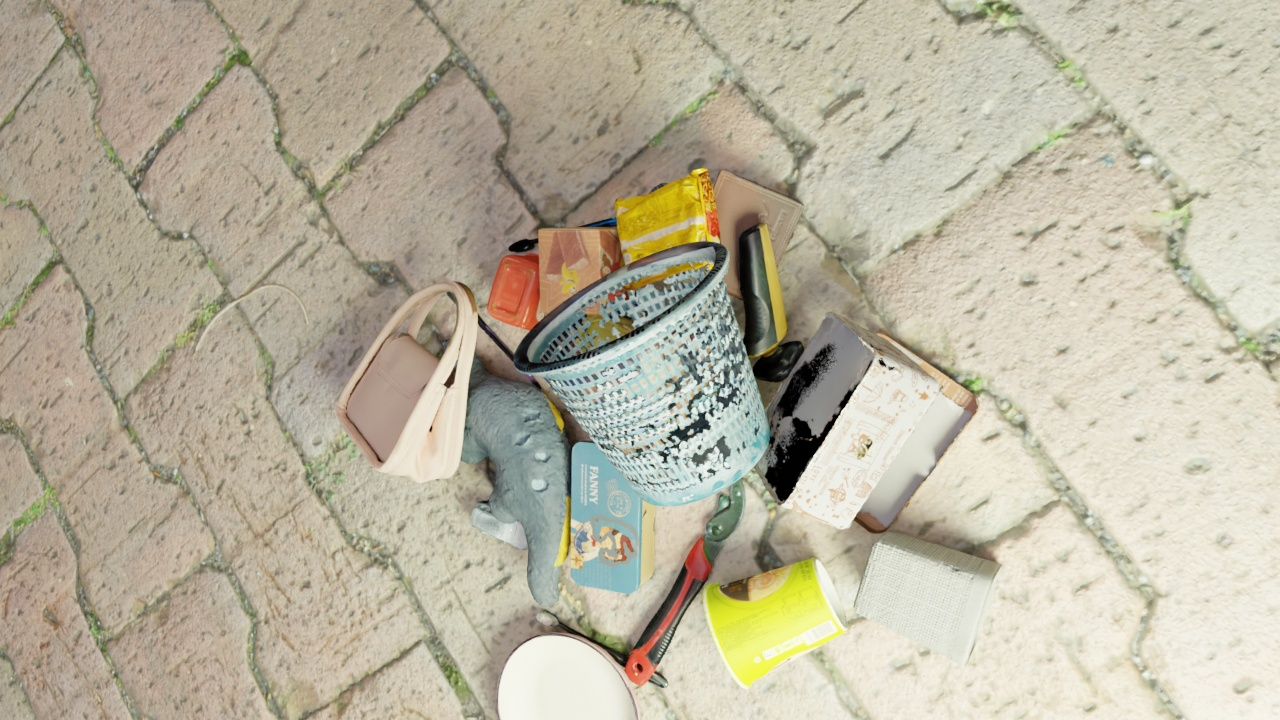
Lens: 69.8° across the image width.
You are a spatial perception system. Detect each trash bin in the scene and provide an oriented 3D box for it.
[{"bbox_3d":[0.021,0.023,0.892,0.227,0.226,0.195,-20,112,22],"label":"trash bin"}]

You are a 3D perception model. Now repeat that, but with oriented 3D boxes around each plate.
[{"bbox_3d":[-0.080,0.409,1.077,0.193,0.039,0.192,2,94,26],"label":"plate"}]

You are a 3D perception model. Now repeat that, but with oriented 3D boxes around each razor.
[{"bbox_3d":[0.133,-0.061,0.969,0.067,0.062,0.167,-11,97,-18],"label":"razor"}]

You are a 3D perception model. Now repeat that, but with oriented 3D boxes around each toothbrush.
[{"bbox_3d":[-0.075,-0.154,1.099,0.190,0.016,0.014,-12,76,21],"label":"toothbrush"},{"bbox_3d":[-0.047,0.340,1.080,0.181,0.018,0.015,22,91,21],"label":"toothbrush"},{"bbox_3d":[-0.185,-0.029,1.146,0.189,0.014,0.017,47,114,17],"label":"toothbrush"}]

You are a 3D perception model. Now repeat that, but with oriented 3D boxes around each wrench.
[{"bbox_3d":[0.050,0.247,1.033,0.056,0.016,0.273,27,98,22],"label":"wrench"}]

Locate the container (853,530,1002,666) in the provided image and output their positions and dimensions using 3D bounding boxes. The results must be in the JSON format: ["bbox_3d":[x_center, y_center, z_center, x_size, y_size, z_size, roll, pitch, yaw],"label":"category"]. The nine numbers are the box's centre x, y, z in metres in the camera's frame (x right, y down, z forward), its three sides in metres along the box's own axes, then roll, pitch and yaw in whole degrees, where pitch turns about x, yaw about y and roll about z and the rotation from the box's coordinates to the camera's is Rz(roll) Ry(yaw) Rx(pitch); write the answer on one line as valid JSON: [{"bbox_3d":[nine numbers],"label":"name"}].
[{"bbox_3d":[0.279,0.225,0.897,0.114,0.090,0.090,19,97,26],"label":"container"}]

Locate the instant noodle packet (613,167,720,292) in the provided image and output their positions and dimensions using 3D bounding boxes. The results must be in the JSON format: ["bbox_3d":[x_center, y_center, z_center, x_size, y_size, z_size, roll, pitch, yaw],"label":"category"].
[{"bbox_3d":[0.027,-0.135,0.977,0.129,0.044,0.110,-12,82,40],"label":"instant noodle packet"}]

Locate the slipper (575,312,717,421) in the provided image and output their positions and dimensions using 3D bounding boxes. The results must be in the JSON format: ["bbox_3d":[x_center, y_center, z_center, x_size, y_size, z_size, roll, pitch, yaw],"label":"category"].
[{"bbox_3d":[-0.006,0.006,1.030,0.191,0.081,0.092,28,103,24],"label":"slipper"}]

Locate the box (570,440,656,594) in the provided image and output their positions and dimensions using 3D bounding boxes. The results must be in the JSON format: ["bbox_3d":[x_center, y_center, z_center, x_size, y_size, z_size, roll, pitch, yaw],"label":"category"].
[{"bbox_3d":[-0.029,0.166,1.039,0.090,0.061,0.184,2,99,22],"label":"box"}]

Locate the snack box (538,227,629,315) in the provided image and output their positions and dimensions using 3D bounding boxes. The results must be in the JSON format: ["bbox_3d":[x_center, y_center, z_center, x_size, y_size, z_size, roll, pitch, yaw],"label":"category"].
[{"bbox_3d":[-0.059,-0.103,1.040,0.077,0.092,0.094,3,100,23],"label":"snack box"}]

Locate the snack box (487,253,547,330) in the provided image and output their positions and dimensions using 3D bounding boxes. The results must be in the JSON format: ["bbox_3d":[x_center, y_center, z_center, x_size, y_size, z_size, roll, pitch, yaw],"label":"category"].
[{"bbox_3d":[-0.134,-0.080,1.087,0.082,0.080,0.091,21,98,23],"label":"snack box"}]

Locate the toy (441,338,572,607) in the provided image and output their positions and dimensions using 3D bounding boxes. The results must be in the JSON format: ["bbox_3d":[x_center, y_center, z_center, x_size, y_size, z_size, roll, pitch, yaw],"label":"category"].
[{"bbox_3d":[-0.147,0.106,1.087,0.138,0.091,0.356,-39,68,32],"label":"toy"}]

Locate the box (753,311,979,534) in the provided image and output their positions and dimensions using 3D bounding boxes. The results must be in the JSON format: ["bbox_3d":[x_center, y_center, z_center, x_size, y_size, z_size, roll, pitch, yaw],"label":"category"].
[{"bbox_3d":[0.228,0.075,0.918,0.177,0.152,0.183,25,106,-18],"label":"box"}]

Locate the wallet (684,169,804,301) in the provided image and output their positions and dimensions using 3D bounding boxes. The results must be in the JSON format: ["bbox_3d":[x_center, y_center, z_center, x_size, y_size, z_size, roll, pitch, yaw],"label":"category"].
[{"bbox_3d":[0.110,-0.132,0.992,0.101,0.032,0.125,23,102,1],"label":"wallet"}]

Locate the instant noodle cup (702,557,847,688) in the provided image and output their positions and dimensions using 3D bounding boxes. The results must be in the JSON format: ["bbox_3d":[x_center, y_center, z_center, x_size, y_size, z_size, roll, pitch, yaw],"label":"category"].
[{"bbox_3d":[0.144,0.264,0.953,0.123,0.111,0.111,-26,79,13],"label":"instant noodle cup"}]

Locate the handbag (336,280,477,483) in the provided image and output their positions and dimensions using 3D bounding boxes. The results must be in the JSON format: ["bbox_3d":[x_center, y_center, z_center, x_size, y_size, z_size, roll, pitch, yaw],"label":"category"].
[{"bbox_3d":[-0.266,0.012,1.109,0.193,0.093,0.234,30,99,48],"label":"handbag"}]

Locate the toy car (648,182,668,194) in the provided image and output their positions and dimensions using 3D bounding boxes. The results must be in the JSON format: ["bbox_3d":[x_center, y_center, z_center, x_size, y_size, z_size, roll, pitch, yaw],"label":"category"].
[{"bbox_3d":[0.050,-0.153,1.029,0.105,0.031,0.049,42,104,3],"label":"toy car"}]

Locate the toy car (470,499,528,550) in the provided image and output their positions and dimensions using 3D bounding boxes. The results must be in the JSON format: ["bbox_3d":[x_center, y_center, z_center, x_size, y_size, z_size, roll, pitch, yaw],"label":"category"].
[{"bbox_3d":[-0.168,0.202,1.126,0.091,0.034,0.043,19,94,22],"label":"toy car"}]
